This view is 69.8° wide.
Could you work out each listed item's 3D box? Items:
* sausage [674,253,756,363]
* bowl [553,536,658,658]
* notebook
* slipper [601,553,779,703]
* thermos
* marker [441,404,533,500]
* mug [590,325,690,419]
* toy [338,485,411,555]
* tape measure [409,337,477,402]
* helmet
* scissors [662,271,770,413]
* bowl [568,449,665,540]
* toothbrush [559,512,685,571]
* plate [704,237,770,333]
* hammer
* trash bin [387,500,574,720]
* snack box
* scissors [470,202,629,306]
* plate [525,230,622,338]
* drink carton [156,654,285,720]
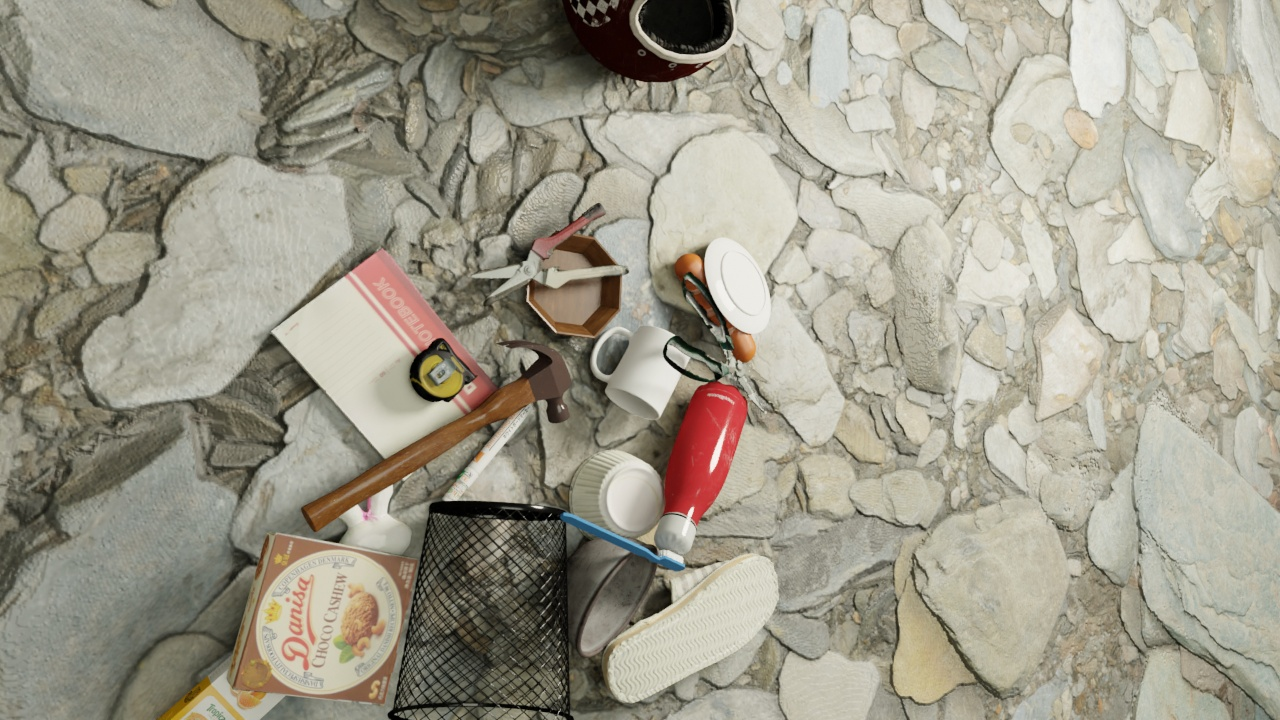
[{"bbox_3d":[0.100,-0.069,1.192,0.044,0.039,0.164,-43,105,-36],"label":"sausage"},{"bbox_3d":[-0.048,0.255,1.040,0.144,0.067,0.145,-43,149,-34],"label":"bowl"},{"bbox_3d":[-0.270,0.003,0.997,0.152,0.012,0.209,-45,106,-25],"label":"notebook"},{"bbox_3d":[0.062,0.322,1.121,0.271,0.054,0.114,-24,101,-33],"label":"slipper"},{"bbox_3d":[0.068,0.128,1.091,0.073,0.073,0.239,42,45,-19],"label":"thermos"},{"bbox_3d":[-0.172,0.104,1.037,0.017,0.017,0.145,46,66,-17],"label":"marker"},{"bbox_3d":[-0.007,0.007,1.115,0.110,0.074,0.090,27,70,3],"label":"mug"},{"bbox_3d":[-0.280,0.183,0.958,0.079,0.038,0.122,-14,90,-39],"label":"toy"},{"bbox_3d":[-0.218,0.015,0.997,0.061,0.034,0.061,49,65,-16],"label":"tape measure"},{"bbox_3d":[0.033,-0.455,1.075,0.234,0.254,0.232,43,48,8],"label":"helmet"},{"bbox_3d":[0.089,-0.001,1.115,0.206,0.015,0.179,55,36,-6],"label":"scissors"},{"bbox_3d":[-0.020,0.164,1.088,0.115,0.063,0.115,3,83,-28],"label":"bowl"},{"bbox_3d":[-0.017,0.192,0.978,0.166,0.016,0.014,30,46,-28],"label":"toothbrush"},{"bbox_3d":[0.133,-0.100,1.201,0.134,0.011,0.134,24,55,-39],"label":"plate"},{"bbox_3d":[-0.207,0.080,0.974,0.322,0.033,0.115,-32,119,-31],"label":"hammer"},{"bbox_3d":[-0.154,0.257,0.945,0.184,0.184,0.210,10,74,-28],"label":"trash bin"},{"bbox_3d":[-0.305,0.250,0.888,0.147,0.041,0.143,18,75,-28],"label":"snack box"},{"bbox_3d":[-0.096,-0.118,1.073,0.179,0.015,0.186,24,74,-24],"label":"scissors"},{"bbox_3d":[-0.082,-0.089,1.102,0.131,0.025,0.131,3,83,-29],"label":"plate"},{"bbox_3d":[-0.391,0.323,0.879,0.122,0.040,0.058,-43,105,-26],"label":"drink carton"}]
